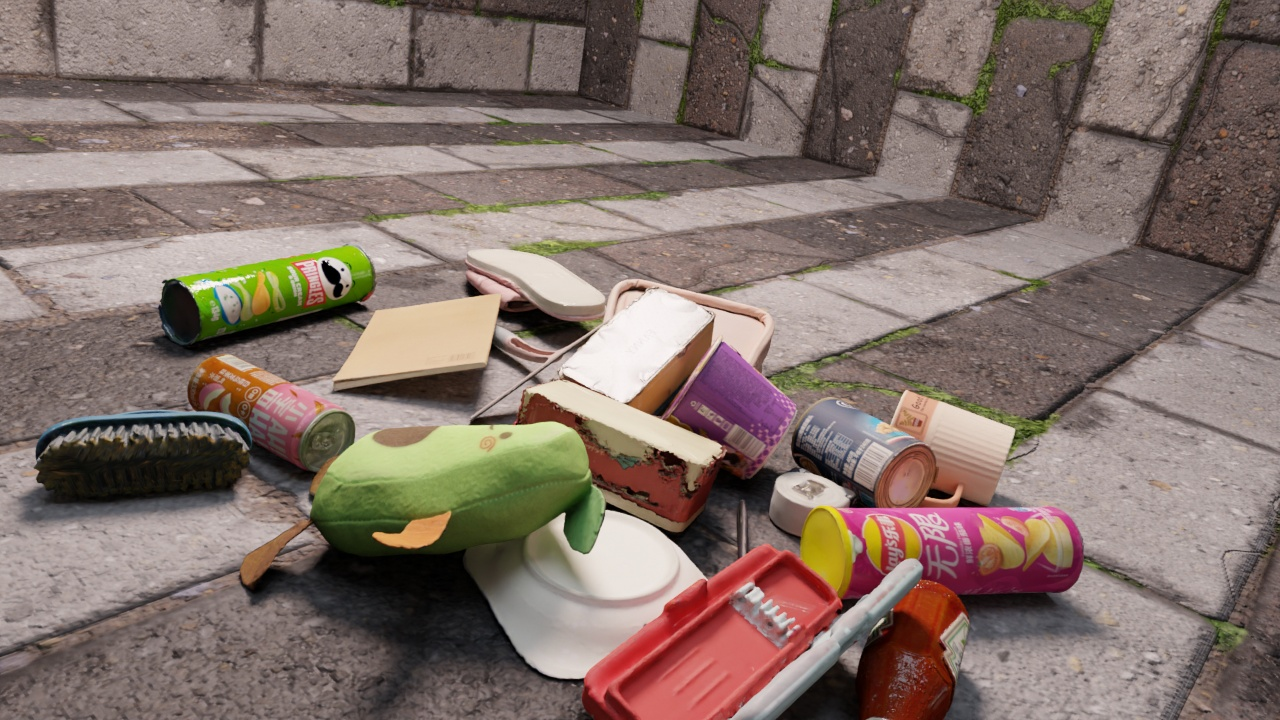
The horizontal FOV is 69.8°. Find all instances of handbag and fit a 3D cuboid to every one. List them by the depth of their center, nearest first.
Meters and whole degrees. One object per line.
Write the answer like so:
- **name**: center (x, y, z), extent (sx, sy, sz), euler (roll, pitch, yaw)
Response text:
- **handbag**: center (0.035, 0.009, 0.982), extent (0.193, 0.093, 0.233), euler (12, 30, 7)

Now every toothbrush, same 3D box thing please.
- **toothbrush**: center (0.082, 0.156, 0.704), extent (0.018, 0.016, 0.180), euler (15, 22, -2)

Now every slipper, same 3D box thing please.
- **slipper**: center (-0.138, -0.090, 1.173), extent (0.114, 0.054, 0.274), euler (-8, 25, -37)

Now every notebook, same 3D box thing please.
- **notebook**: center (-0.229, -0.026, 0.977), extent (0.149, 0.012, 0.211), euler (-8, 23, -1)

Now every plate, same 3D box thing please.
- **plate**: center (-0.030, 0.149, 0.652), extent (0.164, 0.034, 0.163), euler (-6, 26, -31)

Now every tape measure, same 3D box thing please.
- **tape measure**: center (0.144, 0.123, 0.786), extent (0.066, 0.034, 0.065), euler (21, 24, 30)

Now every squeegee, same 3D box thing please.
- **squeegee**: center (-0.139, -0.022, 1.006), extent (0.247, 0.040, 0.250), euler (-37, 33, -26)

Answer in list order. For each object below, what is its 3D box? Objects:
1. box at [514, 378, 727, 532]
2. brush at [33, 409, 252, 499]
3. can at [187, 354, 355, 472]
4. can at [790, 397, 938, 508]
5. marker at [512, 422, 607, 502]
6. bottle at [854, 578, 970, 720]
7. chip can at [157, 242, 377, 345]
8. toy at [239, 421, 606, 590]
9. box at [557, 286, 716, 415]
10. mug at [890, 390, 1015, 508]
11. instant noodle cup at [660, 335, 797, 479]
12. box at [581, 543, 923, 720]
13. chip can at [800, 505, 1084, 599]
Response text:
- **box**: center (-0.018, 0.067, 0.763), extent (0.168, 0.076, 0.091), euler (22, 14, 16)
- **brush**: center (-0.371, 0.063, 0.693), extent (0.143, 0.055, 0.073), euler (-2, 26, -24)
- **can**: center (-0.310, 0.043, 0.767), extent (0.147, 0.058, 0.057), euler (21, 24, 26)
- **can**: center (0.201, 0.088, 0.829), extent (0.075, 0.075, 0.111), euler (-5, 22, -33)
- **marker**: center (-0.074, 0.089, 0.803), extent (0.017, 0.017, 0.145), euler (-7, 27, -35)
- **bottle**: center (0.158, 0.204, 0.557), extent (0.060, 0.060, 0.205), euler (18, 23, 20)
- **chip can**: center (-0.402, -0.076, 1.009), extent (0.072, 0.072, 0.235), euler (21, 25, 26)
- **toy**: center (-0.146, 0.090, 0.645), extent (0.247, 0.090, 0.226), euler (-9, 15, 7)
- **box**: center (-0.005, 0.005, 0.894), extent (0.090, 0.061, 0.183), euler (28, 51, 25)
- **mug**: center (0.285, 0.094, 0.869), extent (0.106, 0.082, 0.114), euler (19, 50, 20)
- **instant noodle cup**: center (0.081, 0.048, 0.839), extent (0.099, 0.112, 0.111), euler (34, 24, 0)
- **box**: center (0.074, 0.163, 0.554), extent (0.119, 0.098, 0.200), euler (35, 36, 28)
- **chip can**: center (0.234, 0.147, 0.711), extent (0.210, 0.071, 0.071), euler (2, 23, -17)
